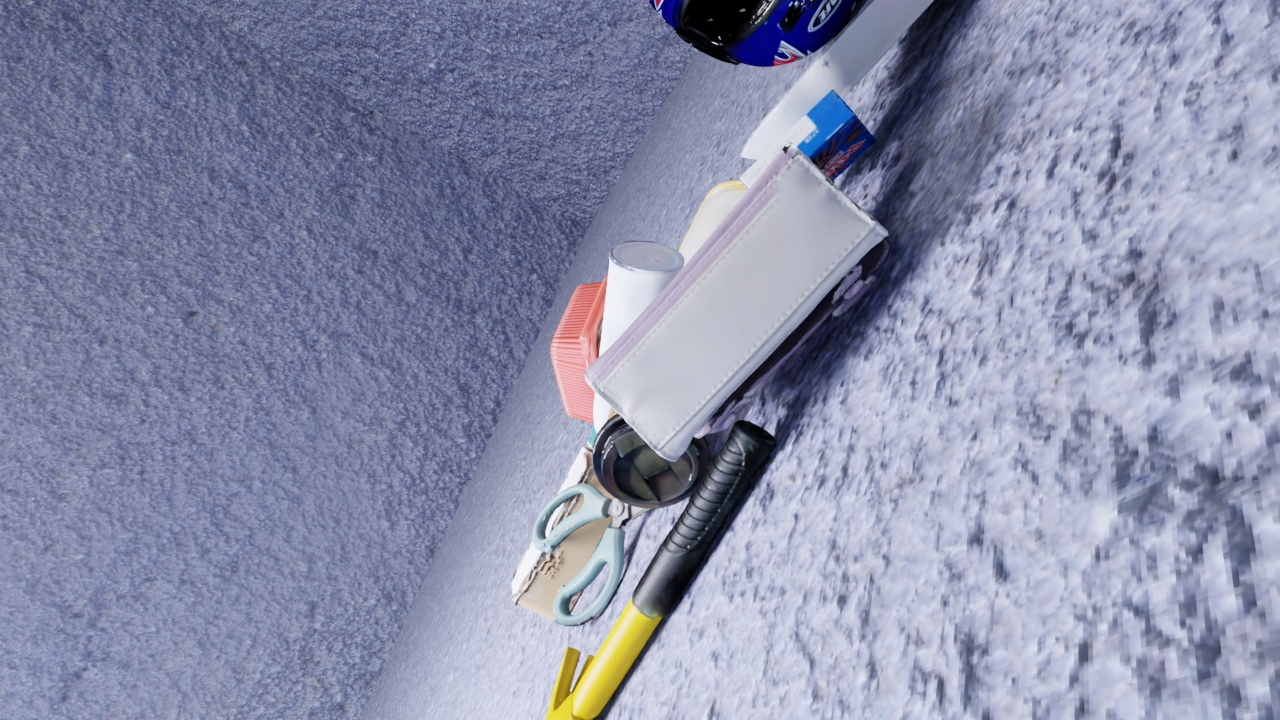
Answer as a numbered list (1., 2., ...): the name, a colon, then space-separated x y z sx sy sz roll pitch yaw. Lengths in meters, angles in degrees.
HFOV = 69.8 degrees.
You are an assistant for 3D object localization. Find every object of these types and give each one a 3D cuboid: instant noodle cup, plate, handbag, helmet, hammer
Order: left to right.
1. instant noodle cup: -0.039 -0.007 1.023 0.164 0.079 0.189 -70 -23 -44
2. hammer: 0.006 0.173 0.654 0.301 0.033 0.128 -60 12 15
3. handbag: 0.098 -0.091 0.852 0.179 0.063 0.163 6 68 63
4. handbag: 0.071 -0.036 0.615 0.197 0.098 0.144 -47 -3 17
5. helmet: 0.136 -0.454 1.032 0.248 0.240 0.314 -58 0 23
6. plate: 0.179 -0.252 0.730 0.265 0.034 0.162 -48 2 -18

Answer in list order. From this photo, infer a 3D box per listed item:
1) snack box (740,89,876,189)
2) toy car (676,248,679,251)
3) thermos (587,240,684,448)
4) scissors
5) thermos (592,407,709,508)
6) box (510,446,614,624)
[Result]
1. snack box: 0.129 -0.151 0.684 0.085 0.026 0.157 -42 -8 19
2. toy car: 0.045 -0.091 1.010 0.070 0.042 0.158 -28 -12 -14
3. thermos: -0.005 0.005 0.857 0.073 0.073 0.225 -80 -2 -60
4. scissors: -0.035 0.168 0.829 0.178 0.019 0.169 -28 51 32
5. thermos: 0.009 0.055 0.763 0.093 0.093 0.143 -58 13 24
6. box: -0.066 0.172 0.942 0.184 0.062 0.089 -59 11 7
